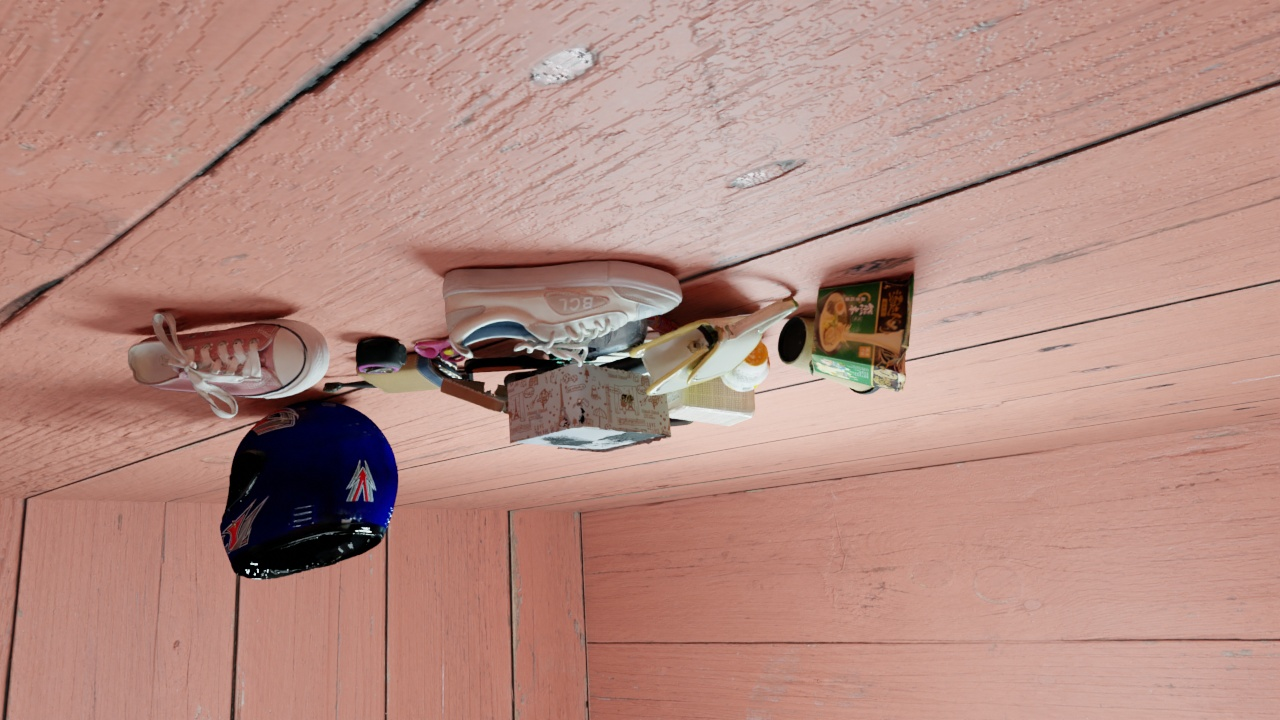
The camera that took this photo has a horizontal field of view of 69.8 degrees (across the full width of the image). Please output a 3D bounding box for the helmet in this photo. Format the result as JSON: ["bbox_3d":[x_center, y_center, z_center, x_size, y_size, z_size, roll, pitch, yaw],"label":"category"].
[{"bbox_3d":[-0.529,0.194,1.447,0.316,0.240,0.247,-28,155,34],"label":"helmet"}]

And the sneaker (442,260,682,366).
[{"bbox_3d":[-0.075,-0.044,0.920,0.242,0.090,0.090,-2,167,-8],"label":"sneaker"}]

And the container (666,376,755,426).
[{"bbox_3d":[0.094,0.042,1.320,0.110,0.089,0.090,5,164,-23],"label":"container"}]

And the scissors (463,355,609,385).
[{"bbox_3d":[-0.128,0.006,1.225,0.220,0.021,0.235,2,167,-33],"label":"scissors"}]

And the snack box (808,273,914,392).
[{"bbox_3d":[0.250,-0.033,1.037,0.106,0.117,0.118,6,166,14],"label":"snack box"}]

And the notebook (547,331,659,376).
[{"bbox_3d":[-0.049,-0.003,1.261,0.150,0.012,0.209,-2,166,0],"label":"notebook"}]

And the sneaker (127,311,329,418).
[{"bbox_3d":[-0.462,0.002,1.000,0.241,0.118,0.087,-1,-172,12],"label":"sneaker"}]

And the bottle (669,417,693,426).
[{"bbox_3d":[0.070,0.059,1.399,0.195,0.079,0.044,-4,161,-5],"label":"bottle"}]

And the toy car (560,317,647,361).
[{"bbox_3d":[-0.043,-0.034,1.045,0.121,0.054,0.036,-15,164,39],"label":"toy car"}]

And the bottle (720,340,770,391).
[{"bbox_3d":[0.142,0.003,1.219,0.063,0.063,0.108,-2,167,-5],"label":"bottle"}]

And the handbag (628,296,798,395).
[{"bbox_3d":[0.095,-0.020,1.045,0.179,0.063,0.163,-27,173,25],"label":"handbag"}]

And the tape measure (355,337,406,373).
[{"bbox_3d":[-0.322,-0.003,1.132,0.057,0.039,0.057,-15,162,41],"label":"tape measure"}]

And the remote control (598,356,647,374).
[{"bbox_3d":[-0.007,0.007,1.201,0.136,0.024,0.053,-16,168,13],"label":"remote control"}]

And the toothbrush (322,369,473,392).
[{"bbox_3d":[-0.344,0.031,1.297,0.213,0.027,0.026,-4,122,2],"label":"toothbrush"}]

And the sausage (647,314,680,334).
[{"bbox_3d":[0.035,-0.038,1.119,0.020,0.020,0.155,-9,165,22],"label":"sausage"}]

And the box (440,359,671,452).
[{"bbox_3d":[-0.112,0.060,1.172,0.260,0.110,0.178,-14,163,38],"label":"box"}]

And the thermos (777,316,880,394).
[{"bbox_3d":[0.248,-0.011,1.153,0.143,0.093,0.093,12,161,-24],"label":"thermos"}]

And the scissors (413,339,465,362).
[{"bbox_3d":[-0.233,-0.026,1.122,0.073,0.017,0.138,14,156,-26],"label":"scissors"}]

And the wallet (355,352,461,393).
[{"bbox_3d":[-0.309,0.018,1.230,0.115,0.033,0.090,-7,157,17],"label":"wallet"}]
